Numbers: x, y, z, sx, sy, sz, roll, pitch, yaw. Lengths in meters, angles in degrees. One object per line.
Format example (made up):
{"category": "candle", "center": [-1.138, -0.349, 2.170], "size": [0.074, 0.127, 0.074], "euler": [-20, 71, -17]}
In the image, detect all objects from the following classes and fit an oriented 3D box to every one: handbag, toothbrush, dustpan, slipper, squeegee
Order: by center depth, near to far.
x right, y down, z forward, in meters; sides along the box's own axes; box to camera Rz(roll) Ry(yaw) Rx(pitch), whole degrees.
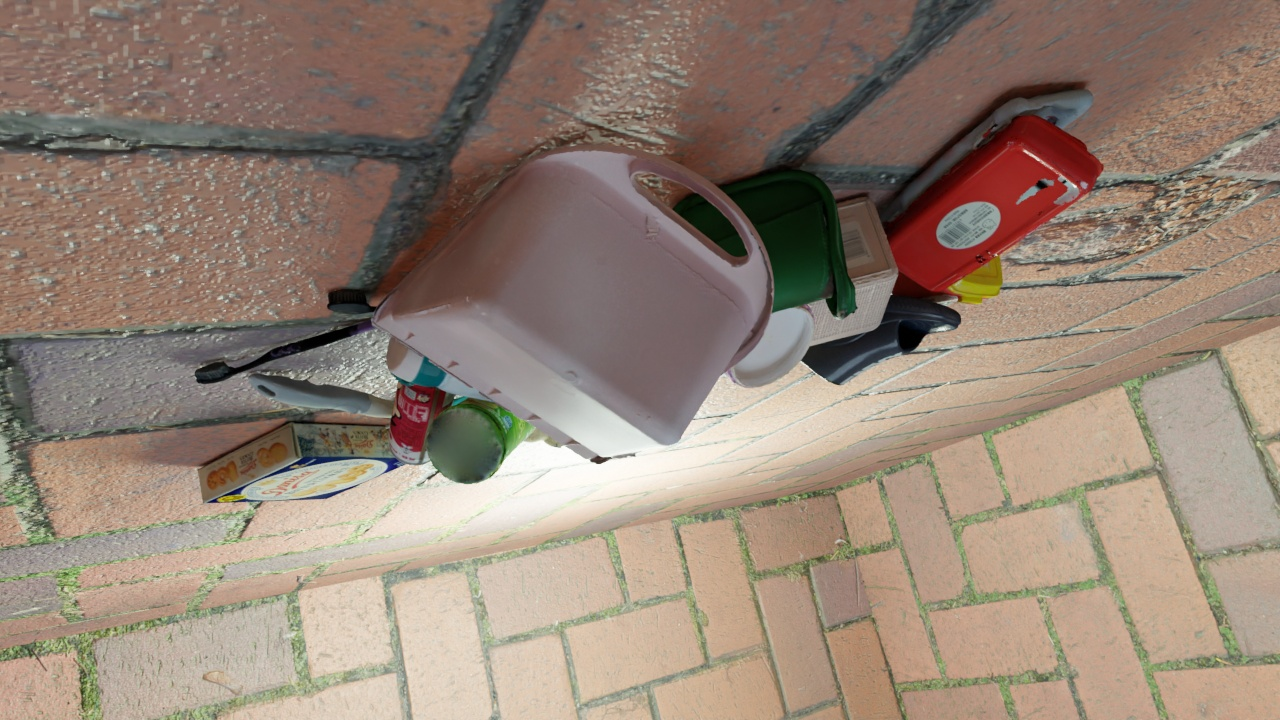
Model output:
{"category": "dustpan", "center": [-0.038, -0.034, 0.651], "size": [0.222, 0.138, 0.274], "euler": [36, 162, -21]}
{"category": "handbag", "center": [0.085, -0.071, 0.678], "size": [0.131, 0.120, 0.068], "euler": [-14, 160, 5]}
{"category": "toothbrush", "center": [-0.164, -0.048, 0.744], "size": [0.189, 0.016, 0.014], "euler": [-4, 153, -42]}
{"category": "toothbrush", "center": [-0.283, -0.013, 0.758], "size": [0.189, 0.014, 0.017], "euler": [-17, 141, 5]}
{"category": "squeegee", "center": [-0.265, 0.037, 0.900], "size": [0.247, 0.039, 0.246], "euler": [-25, 161, 34]}
{"category": "slipper", "center": [0.190, -0.015, 0.926], "size": [0.269, 0.083, 0.110], "euler": [-3, 174, 37]}

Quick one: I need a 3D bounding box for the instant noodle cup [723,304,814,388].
{"category": "instant noodle cup", "center": [0.082, -0.038, 0.753], "size": [0.111, 0.099, 0.112], "euler": [-20, 133, -23]}

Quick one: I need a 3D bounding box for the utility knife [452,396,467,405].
{"category": "utility knife", "center": [-0.222, 0.055, 1.058], "size": [0.162, 0.013, 0.029], "euler": [-24, 165, 25]}

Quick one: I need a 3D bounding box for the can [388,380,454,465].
{"category": "can", "center": [-0.205, 0.043, 0.864], "size": [0.053, 0.053, 0.133], "euler": [-7, 144, -27]}

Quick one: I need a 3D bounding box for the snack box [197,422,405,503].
{"category": "snack box", "center": [-0.389, 0.123, 1.087], "size": [0.178, 0.045, 0.182], "euler": [-23, 163, 29]}

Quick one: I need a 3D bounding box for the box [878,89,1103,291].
{"category": "box", "center": [0.272, -0.144, 0.731], "size": [0.094, 0.091, 0.202], "euler": [33, 155, -4]}

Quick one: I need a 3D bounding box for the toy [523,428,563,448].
{"category": "toy", "center": [-0.142, 0.083, 1.127], "size": [0.105, 0.066, 0.157], "euler": [-21, 171, 43]}

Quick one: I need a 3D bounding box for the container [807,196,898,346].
{"category": "container", "center": [0.165, -0.077, 0.793], "size": [0.090, 0.090, 0.111], "euler": [-14, 162, 0]}

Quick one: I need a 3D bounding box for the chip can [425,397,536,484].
{"category": "chip can", "center": [-0.141, 0.059, 0.889], "size": [0.073, 0.072, 0.221], "euler": [-17, -173, 9]}

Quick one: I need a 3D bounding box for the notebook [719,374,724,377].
{"category": "notebook", "center": [0.071, 0.032, 1.157], "size": [0.150, 0.012, 0.210], "euler": [-25, 175, -41]}

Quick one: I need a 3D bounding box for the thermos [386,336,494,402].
{"category": "thermos", "center": [-0.108, 0.010, 0.806], "size": [0.224, 0.073, 0.073], "euler": [14, 152, -29]}

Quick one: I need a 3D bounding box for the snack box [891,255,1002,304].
{"category": "snack box", "center": [0.289, -0.089, 0.879], "size": [0.091, 0.082, 0.080], "euler": [1, 168, -39]}
